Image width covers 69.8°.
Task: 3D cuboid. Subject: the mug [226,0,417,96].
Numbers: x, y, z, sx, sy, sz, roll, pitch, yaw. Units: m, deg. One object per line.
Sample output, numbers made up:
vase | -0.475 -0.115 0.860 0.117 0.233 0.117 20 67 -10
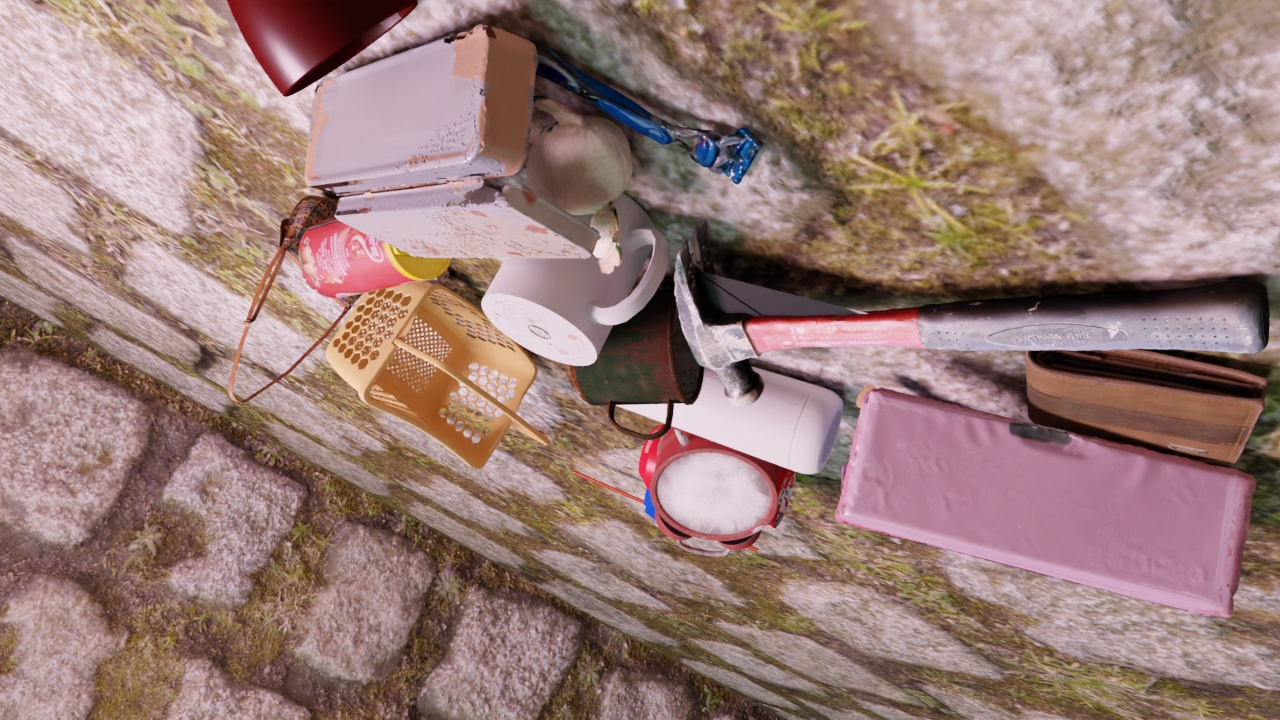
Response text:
mug | -0.180 -0.201 0.482 0.088 0.087 0.114 55 177 -20

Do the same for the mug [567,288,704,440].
mug | -0.004 0.004 0.664 0.081 0.110 0.085 -3 159 19

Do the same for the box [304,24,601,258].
box | -0.117 -0.120 0.561 0.095 0.115 0.218 0 -175 -43

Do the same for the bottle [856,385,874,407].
bottle | 0.211 0.058 0.663 0.131 0.048 0.048 32 158 -16

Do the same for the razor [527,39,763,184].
razor | -0.004 -0.135 0.499 0.141 0.018 0.044 26 159 -1

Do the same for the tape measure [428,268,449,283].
tape measure | -0.204 -0.096 0.810 0.064 0.016 0.065 19 157 17

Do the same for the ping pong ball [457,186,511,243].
ping pong ball | -0.112 -0.104 0.658 0.040 0.040 0.040 22 158 9

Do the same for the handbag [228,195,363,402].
handbag | -0.295 -0.047 0.781 0.043 0.195 0.093 4 148 31

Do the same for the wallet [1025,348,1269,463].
wallet | 0.289 0.025 0.535 0.121 0.026 0.098 12 159 29

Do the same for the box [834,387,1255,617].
box | 0.249 0.093 0.604 0.233 0.099 0.107 12 174 9

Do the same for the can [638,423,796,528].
can | 0.074 0.111 0.898 0.143 0.074 0.074 17 157 21

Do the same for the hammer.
hammer | 0.160 -0.026 0.523 0.327 0.036 0.140 0 133 40

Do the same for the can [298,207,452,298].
can | -0.215 -0.090 0.742 0.125 0.066 0.066 -6 144 37

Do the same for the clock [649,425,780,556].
clock | 0.065 0.115 0.819 0.110 0.061 0.157 9 127 5

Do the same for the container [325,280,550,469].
container | -0.178 0.014 0.870 0.167 0.129 0.183 24 167 36

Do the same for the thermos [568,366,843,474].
thermos | 0.043 0.015 0.734 0.230 0.068 0.101 18 144 21

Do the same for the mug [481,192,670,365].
mug | -0.033 -0.058 0.600 0.120 0.096 0.083 6 151 41

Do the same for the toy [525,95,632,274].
toy | -0.036 -0.110 0.542 0.112 0.050 0.087 52 151 -15

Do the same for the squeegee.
squeegee | 0.029 0.152 1.071 0.249 0.055 0.185 22 147 10
